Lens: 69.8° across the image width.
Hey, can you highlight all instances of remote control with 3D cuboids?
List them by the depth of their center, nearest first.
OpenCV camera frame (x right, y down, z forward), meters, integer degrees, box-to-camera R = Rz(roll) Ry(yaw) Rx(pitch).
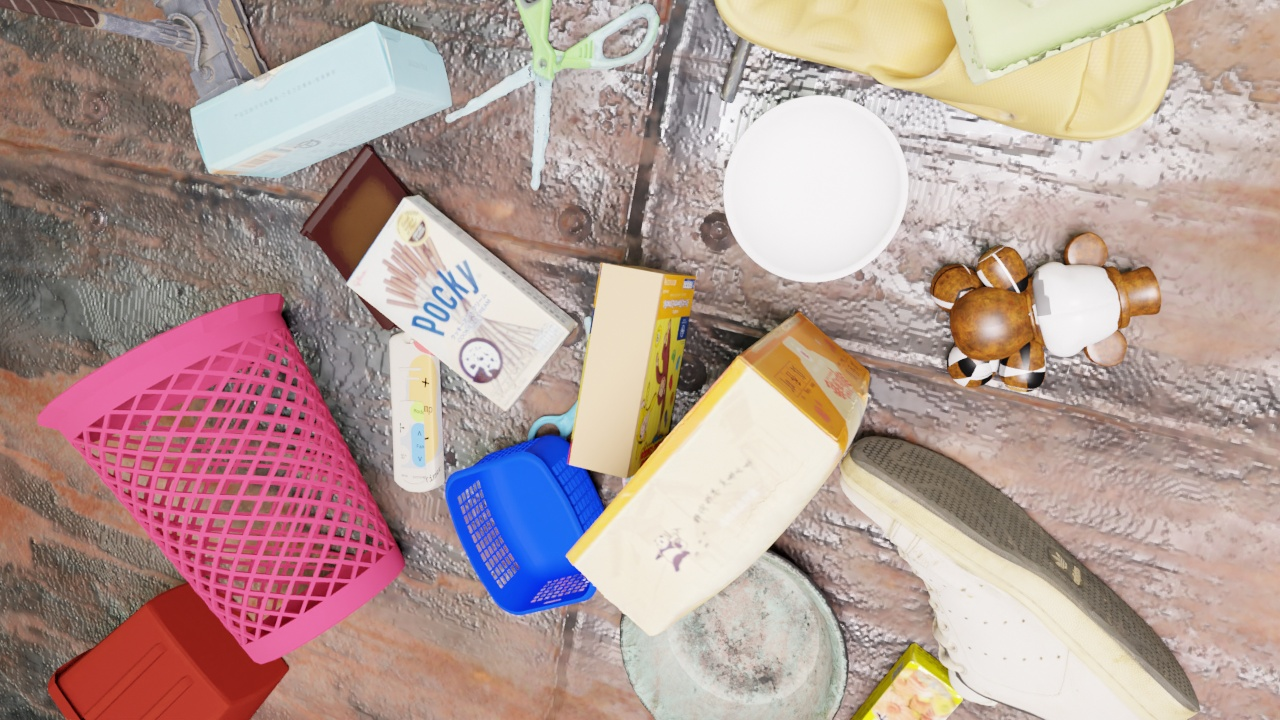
[{"bbox_3d":[-0.172,0.039,0.706,0.038,0.018,0.125,1,97,19],"label":"remote control"}]

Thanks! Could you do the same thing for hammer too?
[{"bbox_3d":[-0.363,-0.218,0.571,0.044,0.321,0.098,-22,90,21],"label":"hammer"}]

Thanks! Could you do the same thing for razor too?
[{"bbox_3d":[0.071,-0.215,0.578,0.042,0.026,0.106,23,109,13],"label":"razor"}]

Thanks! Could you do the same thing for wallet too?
[{"bbox_3d":[-0.199,-0.091,0.698,0.092,0.018,0.115,-45,80,19],"label":"wallet"}]

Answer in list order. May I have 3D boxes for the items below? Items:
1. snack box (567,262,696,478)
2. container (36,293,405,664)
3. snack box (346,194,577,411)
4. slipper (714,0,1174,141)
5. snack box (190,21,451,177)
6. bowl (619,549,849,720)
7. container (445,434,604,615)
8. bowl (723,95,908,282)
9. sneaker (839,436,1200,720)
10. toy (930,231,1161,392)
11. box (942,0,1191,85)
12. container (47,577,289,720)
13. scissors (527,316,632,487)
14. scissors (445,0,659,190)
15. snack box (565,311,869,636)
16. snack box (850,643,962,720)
[{"bbox_3d":[-0.004,0.003,0.596,0.040,0.088,0.126,12,98,15],"label":"snack box"},{"bbox_3d":[-0.290,0.094,0.684,0.183,0.182,0.226,-29,96,21],"label":"container"},{"bbox_3d":[-0.128,-0.041,0.659,0.150,0.026,0.082,38,110,-2],"label":"snack box"},{"bbox_3d":[0.167,-0.196,0.506,0.263,0.078,0.099,16,98,7],"label":"slipper"},{"bbox_3d":[-0.230,-0.182,0.662,0.175,0.074,0.053,-14,92,21],"label":"snack box"},{"bbox_3d":[0.066,0.194,0.634,0.158,0.038,0.157,3,99,19],"label":"bowl"},{"bbox_3d":[-0.074,0.113,0.654,0.096,0.058,0.114,-19,99,25],"label":"container"},{"bbox_3d":[0.110,-0.105,0.570,0.110,0.040,0.110,3,99,19],"label":"bowl"},{"bbox_3d":[0.207,0.148,0.558,0.241,0.088,0.102,40,117,6],"label":"sneaker"},{"bbox_3d":[0.233,-0.028,0.531,0.113,0.067,0.087,-13,94,12],"label":"toy"},{"bbox_3d":[0.241,-0.207,0.453,0.188,0.089,0.077,-24,77,-8],"label":"box"},{"bbox_3d":[-0.419,0.299,0.777,0.201,0.127,0.148,-45,83,10],"label":"container"},{"bbox_3d":[-0.037,0.038,0.663,0.126,0.015,0.136,-15,87,20],"label":"scissors"},{"bbox_3d":[-0.061,-0.203,0.630,0.169,0.023,0.171,5,102,13],"label":"scissors"},{"bbox_3d":[0.061,0.058,0.530,0.080,0.195,0.145,42,109,7],"label":"snack box"},{"bbox_3d":[0.157,0.259,0.616,0.040,0.028,0.148,35,108,12],"label":"snack box"}]
